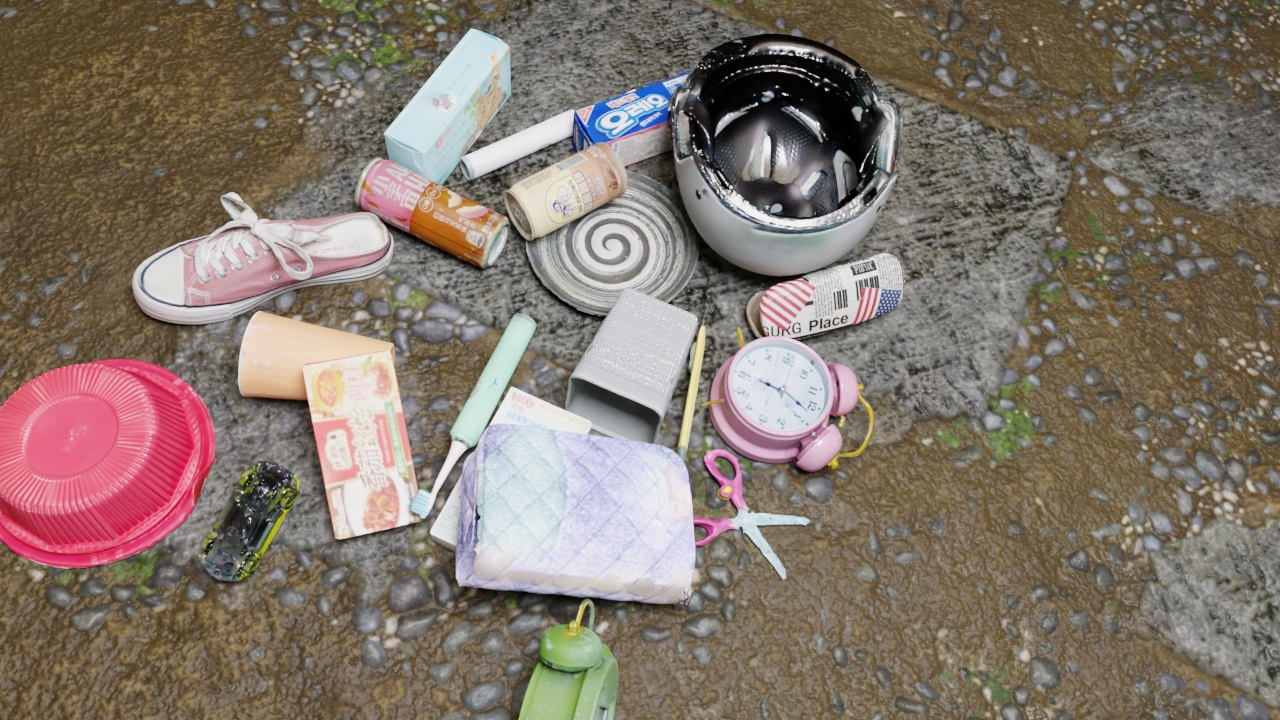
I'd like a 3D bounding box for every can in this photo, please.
[{"bbox_3d":[-0.074,-0.170,0.921,0.116,0.059,0.058,-31,71,-18],"label":"can"},{"bbox_3d":[-0.207,-0.147,0.916,0.147,0.058,0.057,26,64,2],"label":"can"}]

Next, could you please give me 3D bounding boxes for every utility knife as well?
[{"bbox_3d":[0.056,0.003,0.895,0.022,0.031,0.220,15,62,3],"label":"utility knife"}]

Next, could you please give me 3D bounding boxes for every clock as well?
[{"bbox_3d":[0.144,0.041,0.869,0.158,0.060,0.117,24,64,3],"label":"clock"},{"bbox_3d":[-0.053,0.266,0.707,0.056,0.116,0.161,8,66,9],"label":"clock"}]

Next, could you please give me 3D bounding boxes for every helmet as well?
[{"bbox_3d":[0.139,-0.189,0.928,0.230,0.157,0.273,1,50,-3],"label":"helmet"}]

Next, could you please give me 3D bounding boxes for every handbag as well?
[{"bbox_3d":[-0.053,0.132,0.768,0.193,0.076,0.134,11,52,-20],"label":"handbag"}]

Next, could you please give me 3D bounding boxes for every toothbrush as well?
[{"bbox_3d":[-0.095,-0.252,1.003,0.220,0.027,0.026,-29,110,-19],"label":"toothbrush"},{"bbox_3d":[-0.150,0.047,0.838,0.027,0.027,0.223,35,56,-18],"label":"toothbrush"}]

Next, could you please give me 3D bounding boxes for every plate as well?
[{"bbox_3d":[-0.028,-0.120,0.949,0.179,0.024,0.179,2,65,-4],"label":"plate"}]

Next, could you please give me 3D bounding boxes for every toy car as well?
[{"bbox_3d":[-0.331,0.138,0.783,0.048,0.032,0.105,25,75,5],"label":"toy car"}]

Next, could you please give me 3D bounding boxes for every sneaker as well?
[{"bbox_3d":[-0.357,-0.104,0.865,0.240,0.088,0.118,-14,67,-14],"label":"sneaker"}]

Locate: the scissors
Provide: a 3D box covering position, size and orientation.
[{"bbox_3d":[0.087,0.146,0.837,0.130,0.017,0.133,-28,74,-21],"label":"scissors"}]

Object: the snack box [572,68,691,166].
[{"bbox_3d":[0.026,-0.268,1.007,0.207,0.058,0.057,-24,69,-17],"label":"snack box"}]

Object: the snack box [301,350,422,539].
[{"bbox_3d":[-0.239,0.072,0.793,0.075,0.025,0.153,-10,92,-13],"label":"snack box"}]

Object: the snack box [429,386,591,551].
[{"bbox_3d":[-0.114,0.108,0.824,0.085,0.027,0.156,24,64,5],"label":"snack box"}]

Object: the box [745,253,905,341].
[{"bbox_3d":[0.191,-0.061,0.912,0.163,0.083,0.075,-15,77,-16],"label":"box"}]

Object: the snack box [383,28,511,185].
[{"bbox_3d":[-0.199,-0.262,0.969,0.051,0.074,0.174,26,64,5],"label":"snack box"}]

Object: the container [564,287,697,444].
[{"bbox_3d":[-0.005,0.005,0.854,0.090,0.090,0.114,23,61,4],"label":"container"}]

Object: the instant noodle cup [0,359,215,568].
[{"bbox_3d":[-0.470,0.074,0.779,0.194,0.066,0.193,3,63,-6],"label":"instant noodle cup"}]

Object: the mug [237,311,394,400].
[{"bbox_3d":[-0.290,0.004,0.832,0.122,0.078,0.078,9,63,-8],"label":"mug"}]
